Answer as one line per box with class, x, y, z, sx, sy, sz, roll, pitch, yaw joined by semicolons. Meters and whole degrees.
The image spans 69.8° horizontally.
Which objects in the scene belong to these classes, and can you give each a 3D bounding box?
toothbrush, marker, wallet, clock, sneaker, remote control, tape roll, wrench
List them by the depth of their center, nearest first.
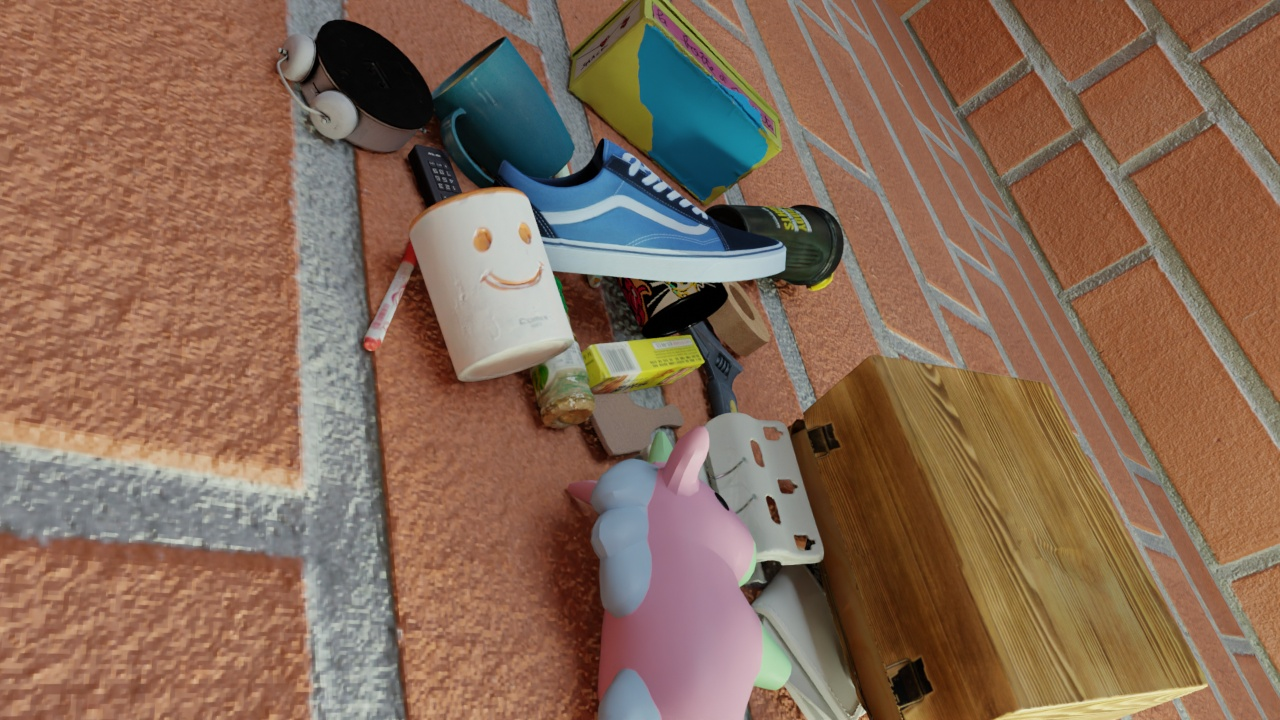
marker;-0.157;-0.055;0.606;0.013;0.013;0.142;39;35;-25
clock;-0.204;-0.193;0.653;0.094;0.035;0.122;58;32;4
remote control;-0.136;-0.097;0.672;0.032;0.015;0.136;-1;64;-55
sneaker;0.005;-0.115;0.700;0.241;0.098;0.083;3;14;-16
wallet;0.129;0.228;0.706;0.118;0.038;0.115;55;31;7
toothbrush;-0.059;-0.132;0.812;0.022;0.015;0.154;72;0;-64
wrench;0.077;0.057;0.812;0.073;0.022;0.272;30;38;-37
tape roll;0.089;-0.050;0.907;0.094;0.027;0.093;47;20;-23

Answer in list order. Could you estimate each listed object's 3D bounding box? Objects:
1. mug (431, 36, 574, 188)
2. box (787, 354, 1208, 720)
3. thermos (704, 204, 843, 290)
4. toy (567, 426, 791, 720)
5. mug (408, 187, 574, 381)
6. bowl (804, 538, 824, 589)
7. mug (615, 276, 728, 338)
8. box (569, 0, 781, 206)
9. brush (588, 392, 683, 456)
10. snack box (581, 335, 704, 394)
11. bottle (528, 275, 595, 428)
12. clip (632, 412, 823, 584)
mug;-0.112;-0.181;0.728;0.104;0.085;0.111;50;43;-26
box;0.248;0.167;0.745;0.251;0.193;0.278;9;53;-32
thermos;0.150;-0.131;1.033;0.220;0.098;0.098;-6;65;-52
toy;0.015;0.155;0.558;0.171;0.120;0.221;53;35;-14
mug;-0.097;-0.048;0.603;0.082;0.082;0.105;-7;75;-56
bowl;0.177;0.188;0.801;0.114;0.045;0.114;35;36;-31
mug;0.023;-0.078;0.824;0.098;0.082;0.118;65;5;16
box;0.041;-0.279;0.992;0.221;0.125;0.079;32;40;-31
brush;-0.003;0.049;0.722;0.135;0.015;0.050;-1;61;-61
snack box;-0.004;0.004;0.733;0.147;0.040;0.029;-8;68;-56
bottle;-0.064;-0.007;0.660;0.043;0.043;0.111;11;53;-49
clip;0.055;0.109;0.709;0.152;0.102;0.126;-1;53;-18
